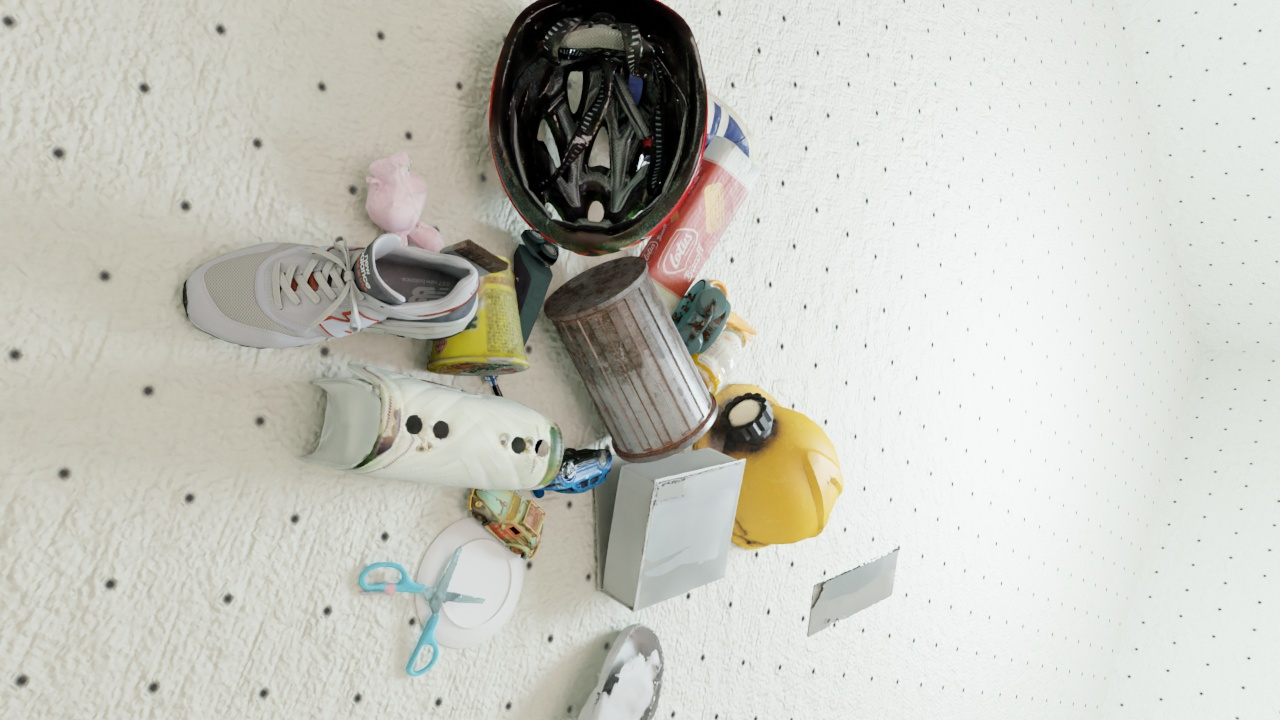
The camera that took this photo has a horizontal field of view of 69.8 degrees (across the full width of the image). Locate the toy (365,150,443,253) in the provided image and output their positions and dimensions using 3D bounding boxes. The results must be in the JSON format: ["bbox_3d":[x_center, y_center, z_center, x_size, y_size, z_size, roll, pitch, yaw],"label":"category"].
[{"bbox_3d":[-0.223,-0.138,0.852,0.063,0.047,0.110,-34,126,-37],"label":"toy"}]

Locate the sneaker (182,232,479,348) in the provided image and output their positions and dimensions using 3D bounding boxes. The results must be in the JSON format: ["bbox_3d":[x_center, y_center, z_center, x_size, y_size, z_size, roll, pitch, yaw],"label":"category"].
[{"bbox_3d":[-0.236,-0.064,0.746,0.239,0.124,0.088,-1,78,-30],"label":"sneaker"}]

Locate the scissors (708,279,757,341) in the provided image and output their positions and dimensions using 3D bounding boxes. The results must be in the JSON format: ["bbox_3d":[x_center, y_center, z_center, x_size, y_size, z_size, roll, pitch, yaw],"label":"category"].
[{"bbox_3d":[0.119,-0.053,1.232,0.130,0.013,0.070,40,64,-38],"label":"scissors"}]

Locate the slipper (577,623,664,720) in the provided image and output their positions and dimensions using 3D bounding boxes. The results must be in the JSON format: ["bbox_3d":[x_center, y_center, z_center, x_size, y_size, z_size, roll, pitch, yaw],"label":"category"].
[{"bbox_3d":[-0.037,0.413,1.039,0.112,0.075,0.246,60,42,-36],"label":"slipper"}]

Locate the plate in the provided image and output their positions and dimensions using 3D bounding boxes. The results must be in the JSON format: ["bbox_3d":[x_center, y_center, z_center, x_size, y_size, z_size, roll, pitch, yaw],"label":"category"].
[{"bbox_3d":[-0.170,0.228,0.942,0.134,0.011,0.134,-2,93,-46],"label":"plate"}]

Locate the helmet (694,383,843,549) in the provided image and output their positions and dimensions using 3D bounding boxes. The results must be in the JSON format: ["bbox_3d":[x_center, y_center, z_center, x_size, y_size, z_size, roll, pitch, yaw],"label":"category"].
[{"bbox_3d":[0.198,0.151,1.236,0.255,0.132,0.204,55,54,-33],"label":"helmet"}]

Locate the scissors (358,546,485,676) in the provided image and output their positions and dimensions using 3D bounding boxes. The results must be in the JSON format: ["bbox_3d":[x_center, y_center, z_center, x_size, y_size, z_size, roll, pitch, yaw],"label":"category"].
[{"bbox_3d":[-0.214,0.241,0.888,0.135,0.015,0.135,18,88,-30],"label":"scissors"}]

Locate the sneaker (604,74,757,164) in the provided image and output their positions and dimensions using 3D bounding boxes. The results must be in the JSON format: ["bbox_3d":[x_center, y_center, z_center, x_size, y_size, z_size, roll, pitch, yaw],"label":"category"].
[{"bbox_3d":[0.050,-0.258,1.097,0.233,0.092,0.118,41,59,-38],"label":"sneaker"}]

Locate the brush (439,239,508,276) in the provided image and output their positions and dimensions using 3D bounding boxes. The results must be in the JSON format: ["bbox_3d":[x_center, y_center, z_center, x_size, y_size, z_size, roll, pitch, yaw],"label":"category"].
[{"bbox_3d":[-0.174,-0.085,0.833,0.045,0.143,0.008,30,68,-33],"label":"brush"}]

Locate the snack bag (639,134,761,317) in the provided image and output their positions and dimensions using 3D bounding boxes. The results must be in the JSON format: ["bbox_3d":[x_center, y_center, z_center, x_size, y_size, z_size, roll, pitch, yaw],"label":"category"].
[{"bbox_3d":[0.057,-0.152,1.088,0.077,0.041,0.225,30,92,-43],"label":"snack bag"}]

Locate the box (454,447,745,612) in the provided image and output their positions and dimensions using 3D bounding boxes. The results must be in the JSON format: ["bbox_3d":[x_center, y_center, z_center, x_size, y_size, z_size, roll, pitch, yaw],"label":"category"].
[{"bbox_3d":[-0.070,0.190,1.194,0.168,0.405,0.171,-5,95,-46],"label":"box"}]

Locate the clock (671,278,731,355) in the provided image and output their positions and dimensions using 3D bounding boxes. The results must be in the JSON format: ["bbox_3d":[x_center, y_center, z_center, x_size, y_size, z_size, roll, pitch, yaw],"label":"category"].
[{"bbox_3d":[0.070,-0.049,1.105,0.053,0.124,0.090,30,100,-12],"label":"clock"}]

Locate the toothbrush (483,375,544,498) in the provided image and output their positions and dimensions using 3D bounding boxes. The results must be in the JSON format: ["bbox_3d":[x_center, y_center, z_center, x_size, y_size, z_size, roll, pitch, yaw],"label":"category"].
[{"bbox_3d":[-0.134,0.076,0.973,0.014,0.014,0.168,-22,111,-8],"label":"toothbrush"}]

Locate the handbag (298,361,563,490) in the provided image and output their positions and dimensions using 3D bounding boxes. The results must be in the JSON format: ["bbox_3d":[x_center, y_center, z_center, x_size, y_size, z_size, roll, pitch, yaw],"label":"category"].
[{"bbox_3d":[-0.186,0.065,0.830,0.198,0.142,0.096,18,76,-46],"label":"handbag"}]

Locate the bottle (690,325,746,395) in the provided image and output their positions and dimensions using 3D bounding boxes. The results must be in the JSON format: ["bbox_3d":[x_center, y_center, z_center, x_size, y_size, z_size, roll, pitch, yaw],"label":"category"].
[{"bbox_3d":[0.095,-0.002,1.175,0.108,0.063,0.063,-45,121,-37],"label":"bottle"}]

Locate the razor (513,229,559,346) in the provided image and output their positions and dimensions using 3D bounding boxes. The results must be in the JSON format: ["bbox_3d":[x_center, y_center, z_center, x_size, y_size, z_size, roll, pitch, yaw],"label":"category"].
[{"bbox_3d":[-0.123,-0.066,0.963,0.047,0.052,0.143,21,86,-43],"label":"razor"}]

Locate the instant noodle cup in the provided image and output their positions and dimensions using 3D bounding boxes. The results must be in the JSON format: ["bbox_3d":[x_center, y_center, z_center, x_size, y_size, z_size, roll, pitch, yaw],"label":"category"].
[{"bbox_3d":[-0.158,-0.043,0.893,0.102,0.102,0.108,6,77,-46],"label":"instant noodle cup"}]

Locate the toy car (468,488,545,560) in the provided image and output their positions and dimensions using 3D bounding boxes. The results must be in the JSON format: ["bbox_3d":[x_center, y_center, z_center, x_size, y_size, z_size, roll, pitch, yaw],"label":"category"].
[{"bbox_3d":[-0.129,0.162,0.952,0.112,0.047,0.047,50,39,-34],"label":"toy car"}]

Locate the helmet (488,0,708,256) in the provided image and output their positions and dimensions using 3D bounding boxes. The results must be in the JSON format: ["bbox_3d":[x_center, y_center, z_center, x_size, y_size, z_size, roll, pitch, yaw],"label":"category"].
[{"bbox_3d":[-0.042,-0.238,0.933,0.167,0.217,0.272,114,-19,-88],"label":"helmet"}]

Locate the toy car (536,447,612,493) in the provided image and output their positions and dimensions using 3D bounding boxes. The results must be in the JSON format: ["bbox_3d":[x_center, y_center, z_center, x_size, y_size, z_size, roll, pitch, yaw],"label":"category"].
[{"bbox_3d":[-0.075,0.122,0.996,0.120,0.056,0.043,-8,96,-59],"label":"toy car"}]

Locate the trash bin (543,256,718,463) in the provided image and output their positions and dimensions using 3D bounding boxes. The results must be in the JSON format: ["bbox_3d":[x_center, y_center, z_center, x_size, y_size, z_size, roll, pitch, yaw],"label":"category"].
[{"bbox_3d":[-0.006,0.006,1.022,0.130,0.131,0.211,-45,120,-35],"label":"trash bin"}]
